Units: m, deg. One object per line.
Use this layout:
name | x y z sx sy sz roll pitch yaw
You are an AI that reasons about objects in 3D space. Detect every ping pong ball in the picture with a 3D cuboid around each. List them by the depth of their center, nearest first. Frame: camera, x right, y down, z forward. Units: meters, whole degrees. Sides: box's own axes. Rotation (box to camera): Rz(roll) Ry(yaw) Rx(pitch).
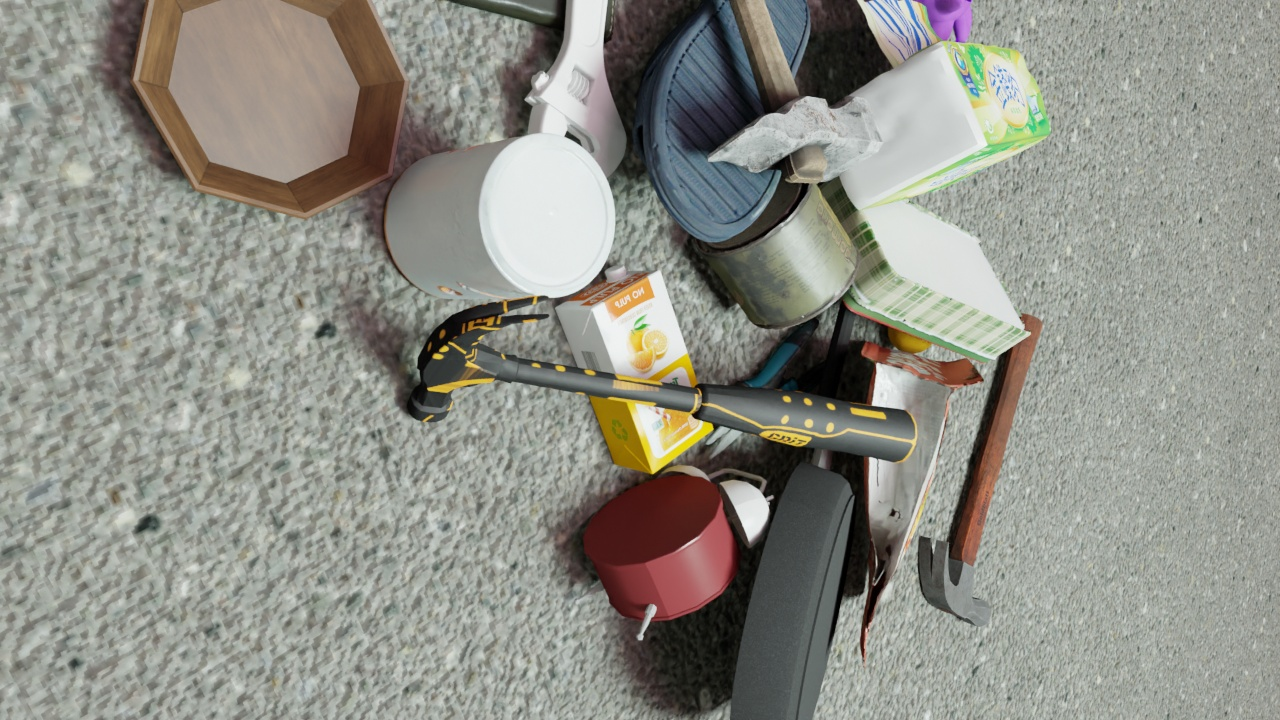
ping pong ball | 0.230 -0.026 0.776 0.040 0.040 0.040 -4 96 -39

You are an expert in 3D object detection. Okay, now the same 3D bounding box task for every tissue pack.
tissue pack | 0.212 -0.205 0.685 0.197 0.121 0.141 -21 87 -57

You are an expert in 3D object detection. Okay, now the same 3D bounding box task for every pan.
pan | 0.129 0.105 0.654 0.204 0.044 0.355 57 47 -64

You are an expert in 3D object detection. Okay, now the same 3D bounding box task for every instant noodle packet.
instant noodle packet | 0.188 0.102 0.699 0.164 0.084 0.221 -20 121 -75

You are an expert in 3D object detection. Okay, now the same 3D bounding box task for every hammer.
hammer | 0.033 0.022 0.530 0.320 0.124 0.036 10 58 -25
hammer | 0.050 -0.252 0.548 0.121 0.049 0.318 -7 76 -42
hammer | 0.335 0.095 0.879 0.111 0.028 0.300 30 75 -37

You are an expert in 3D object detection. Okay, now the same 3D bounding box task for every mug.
mug | -0.076 -0.073 0.484 0.082 0.105 0.082 -3 95 -39

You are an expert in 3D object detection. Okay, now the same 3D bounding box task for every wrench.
wrench | -0.028 -0.240 0.537 0.066 0.018 0.273 2 96 -40

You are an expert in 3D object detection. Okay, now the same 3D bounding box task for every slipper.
slipper | 0.042 -0.174 0.596 0.101 0.083 0.262 42 49 -26

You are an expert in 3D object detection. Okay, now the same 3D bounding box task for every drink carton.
drink carton | -0.004 0.003 0.590 0.058 0.040 0.122 -32 113 -32

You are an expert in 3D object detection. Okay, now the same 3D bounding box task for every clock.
clock | 0.023 0.112 0.586 0.137 0.096 0.048 -34 115 -29

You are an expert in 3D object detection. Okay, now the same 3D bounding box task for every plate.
plate | -0.179 -0.134 0.447 0.131 0.025 0.131 -4 96 -39

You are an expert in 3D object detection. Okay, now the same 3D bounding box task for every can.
can | 0.093 -0.079 0.630 0.074 0.090 0.089 50 64 -29

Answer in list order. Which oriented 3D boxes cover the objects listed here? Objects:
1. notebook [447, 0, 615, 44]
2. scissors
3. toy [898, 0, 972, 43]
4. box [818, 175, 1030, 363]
notebook | -0.097 -0.280 0.501 0.208 0.029 0.169 -1 96 -42
scissors | 0.102 0.025 0.690 0.144 0.019 0.126 11 86 -39
toy | 0.254 -0.310 0.760 0.106 0.056 0.087 46 64 -30
box | 0.222 -0.072 0.731 0.205 0.050 0.117 14 47 -41
